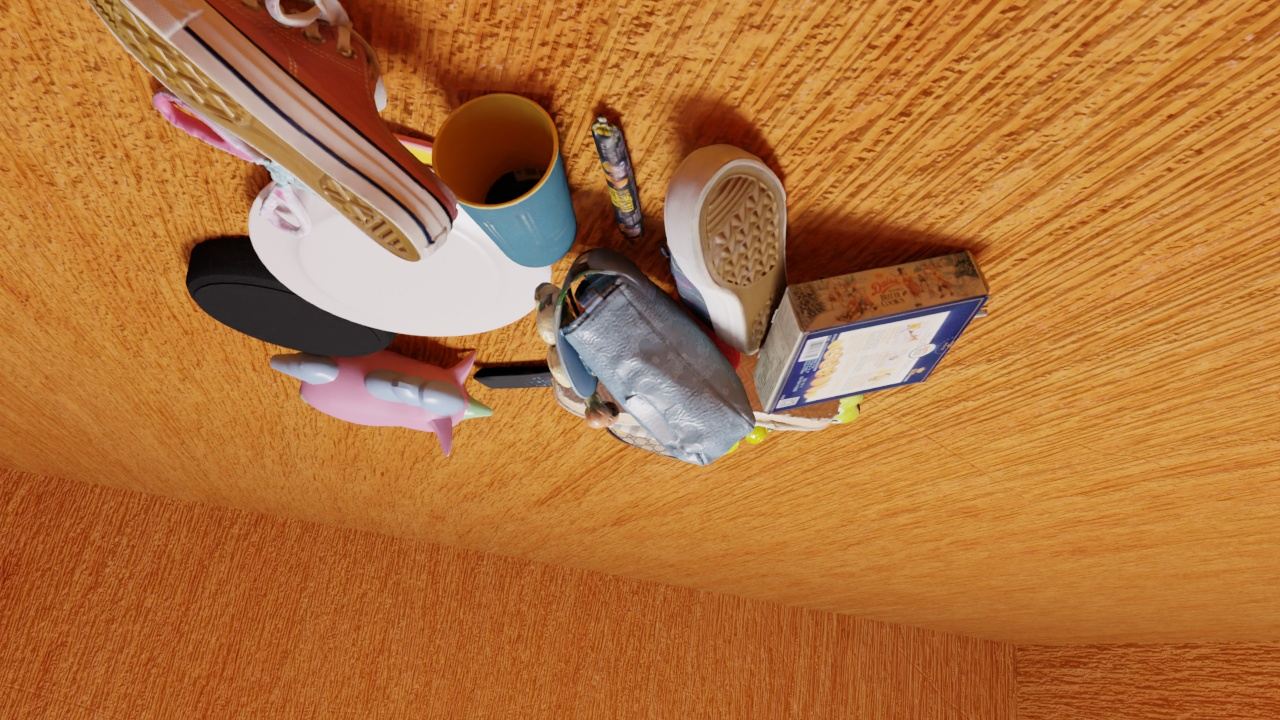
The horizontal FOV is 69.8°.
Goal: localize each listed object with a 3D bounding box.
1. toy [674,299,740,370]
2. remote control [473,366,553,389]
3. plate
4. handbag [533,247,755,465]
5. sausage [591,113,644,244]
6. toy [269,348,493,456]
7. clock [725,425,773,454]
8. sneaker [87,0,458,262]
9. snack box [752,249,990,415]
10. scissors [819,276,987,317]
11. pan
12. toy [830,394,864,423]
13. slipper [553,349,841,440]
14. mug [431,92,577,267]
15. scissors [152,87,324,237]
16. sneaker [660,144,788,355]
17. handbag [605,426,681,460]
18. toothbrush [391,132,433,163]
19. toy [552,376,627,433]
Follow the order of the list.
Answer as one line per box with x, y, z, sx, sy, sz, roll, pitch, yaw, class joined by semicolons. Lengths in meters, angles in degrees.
0.058;-0.033;0.806;0.088;0.093;0.133;42;128;-3;toy
-0.119;0.016;1.041;0.152;0.020;0.041;-4;156;28;remote control
-0.195;-0.078;0.752;0.242;0.016;0.243;2;151;1;plate
-0.004;0.004;0.718;0.192;0.119;0.121;49;-171;-15;handbag
-0.013;-0.119;0.627;0.020;0.020;0.155;5;160;9;sausage
-0.291;0.029;1.028;0.222;0.120;0.171;20;167;-32;toy
0.084;0.053;0.945;0.119;0.056;0.083;-15;126;39;clock
-0.189;-0.159;0.499;0.241;0.087;0.118;39;162;-17;sneaker
0.170;-0.017;0.705;0.145;0.042;0.145;-12;154;-10;snack box
0.198;-0.041;0.766;0.175;0.014;0.141;1;162;16;scissors
-0.269;-0.056;0.869;0.356;0.044;0.204;0;158;24;pan
0.168;0.036;0.944;0.118;0.043;0.092;7;157;11;toy
0.054;0.026;0.867;0.272;0.114;0.054;3;148;-7;slipper
-0.081;-0.111;0.608;0.078;0.078;0.121;5;165;9;mug
-0.250;-0.122;0.625;0.170;0.014;0.169;26;157;12;scissors
0.051;-0.082;0.650;0.079;0.087;0.235;32;170;24;sneaker
0.037;0.052;1.038;0.166;0.063;0.139;20;140;-17;handbag
-0.189;-0.153;0.610;0.135;0.016;0.021;16;154;-19;toothbrush
-0.021;0.025;0.912;0.137;0.105;0.067;8;150;-24;toy
